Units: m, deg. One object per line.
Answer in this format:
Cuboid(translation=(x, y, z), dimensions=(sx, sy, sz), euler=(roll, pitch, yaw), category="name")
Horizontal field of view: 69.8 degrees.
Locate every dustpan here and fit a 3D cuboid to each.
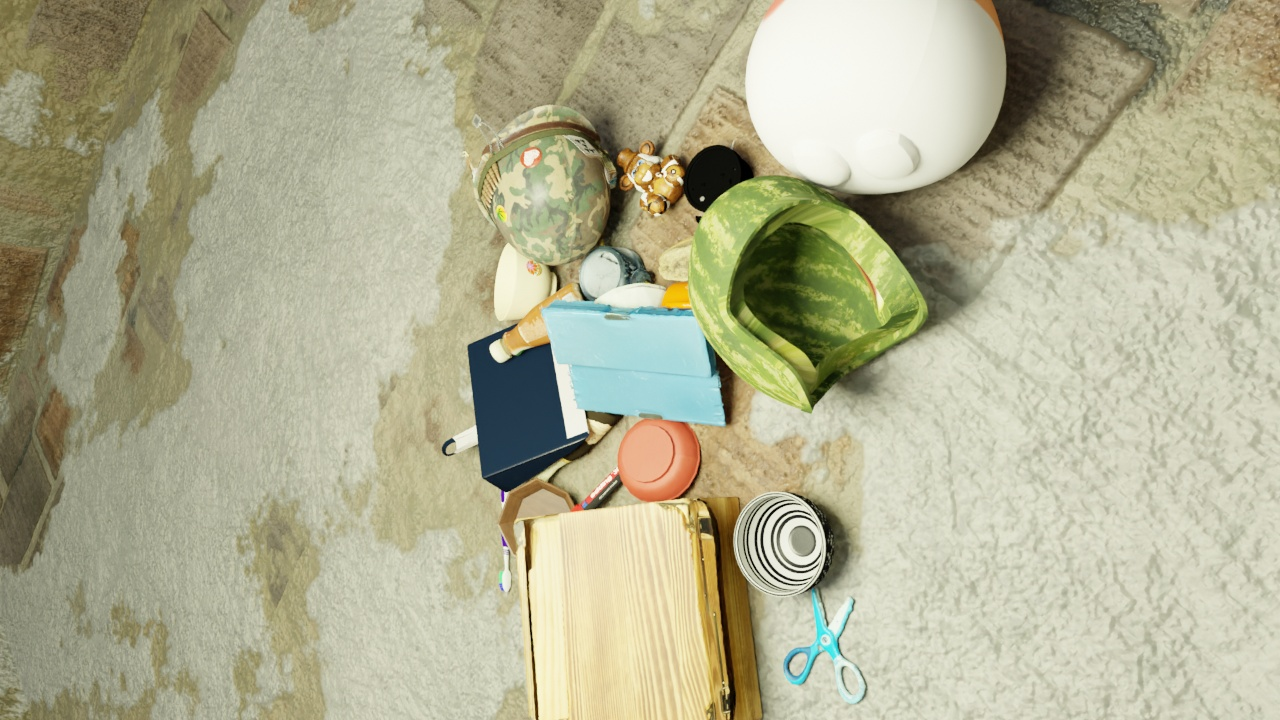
Cuboid(translation=(-0.200, 0.077, 1.381), dimensions=(0.273, 0.080, 0.236), euler=(-22, 56, 13), category="dustpan")

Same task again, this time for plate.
Cuboid(translation=(-0.142, 0.236, 1.335), dimensions=(0.131, 0.025, 0.131), euler=(1, 94, 17), category="plate")

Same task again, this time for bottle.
Cuboid(translation=(-0.101, 0.125, 1.325), dimensions=(0.185, 0.045, 0.045), euler=(-47, 59, 24), category="bottle")
Cuboid(translation=(-0.146, -0.050, 1.339), dimensions=(0.167, 0.059, 0.059), euler=(-31, 66, 15), category="bottle")

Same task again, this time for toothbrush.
Cuboid(translation=(-0.208, 0.261, 1.413), dimensions=(0.016, 0.015, 0.186), euler=(-9, 79, 42), category="toothbrush")

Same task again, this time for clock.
Cuboid(translation=(-0.033, -0.109, 1.297), dimensions=(0.129, 0.052, 0.090), euler=(48, 113, 27), category="clock")
Cuboid(translation=(0.107, -0.222, 1.204), dimensions=(0.091, 0.042, 0.120), euler=(-22, 71, 34), category="clock")

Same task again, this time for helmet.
Cuboid(translation=(0.165, -0.081, 1.019), dimensions=(0.213, 0.243, 0.247), euler=(-38, 86, -3), category="helmet")
Cuboid(translation=(-0.135, -0.257, 1.294), dimensions=(0.236, 0.192, 0.225), euler=(-128, 34, -49), category="helmet")

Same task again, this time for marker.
Cuboid(translation=(-0.056, 0.185, 1.282), dimensions=(0.023, 0.021, 0.145), euler=(45, 102, 9), category="marker")

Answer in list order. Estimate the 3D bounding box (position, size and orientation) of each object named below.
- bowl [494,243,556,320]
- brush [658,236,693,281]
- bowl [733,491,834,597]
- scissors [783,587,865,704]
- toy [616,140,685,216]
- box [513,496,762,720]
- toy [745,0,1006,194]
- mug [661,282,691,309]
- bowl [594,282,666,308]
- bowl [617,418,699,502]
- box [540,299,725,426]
Cuboid(translation=(-0.168, -0.114, 1.379), dimensions=(0.118, 0.074, 0.118), euler=(-174, 90, -67), category="bowl")
Cuboid(translation=(0.106, -0.138, 1.181), dimensions=(0.196, 0.043, 0.059), euler=(-6, 114, 34), category="brush")
Cuboid(translation=(0.178, 0.215, 1.083), dimensions=(0.120, 0.066, 0.120), euler=(-5, 82, 38), category="bowl")
Cuboid(translation=(0.210, 0.335, 1.080), dimensions=(0.128, 0.012, 0.137), euler=(-23, 74, 36), category="scissors")
Cuboid(translation=(0.013, -0.255, 1.269), dimensions=(0.112, 0.067, 0.087), euler=(40, 109, 21), category="toy")
Cuboid(translation=(0.000, 0.314, 1.121), dimensions=(0.259, 0.220, 0.279), euler=(-13, 75, 34), category="box")
Cuboid(translation=(0.247, -0.319, 0.971), dimensions=(0.263, 0.265, 0.280), euler=(1, 69, 36), category="toy")
Cuboid(translation=(0.077, -0.063, 1.165), dimensions=(0.096, 0.112, 0.077), euler=(2, 88, 38), category="mug")
Cuboid(translation=(-0.007, -0.047, 1.222), dimensions=(0.118, 0.117, 0.061), euler=(-31, 57, 31), category="bowl")
Cuboid(translation=(0.017, 0.127, 1.222), dimensions=(0.122, 0.035, 0.121), euler=(-10, 69, 26), category="bowl")
Cuboid(translation=(-0.007, 0.007, 1.182), dimensions=(0.232, 0.033, 0.175), euler=(4, 125, 29), category="box")
